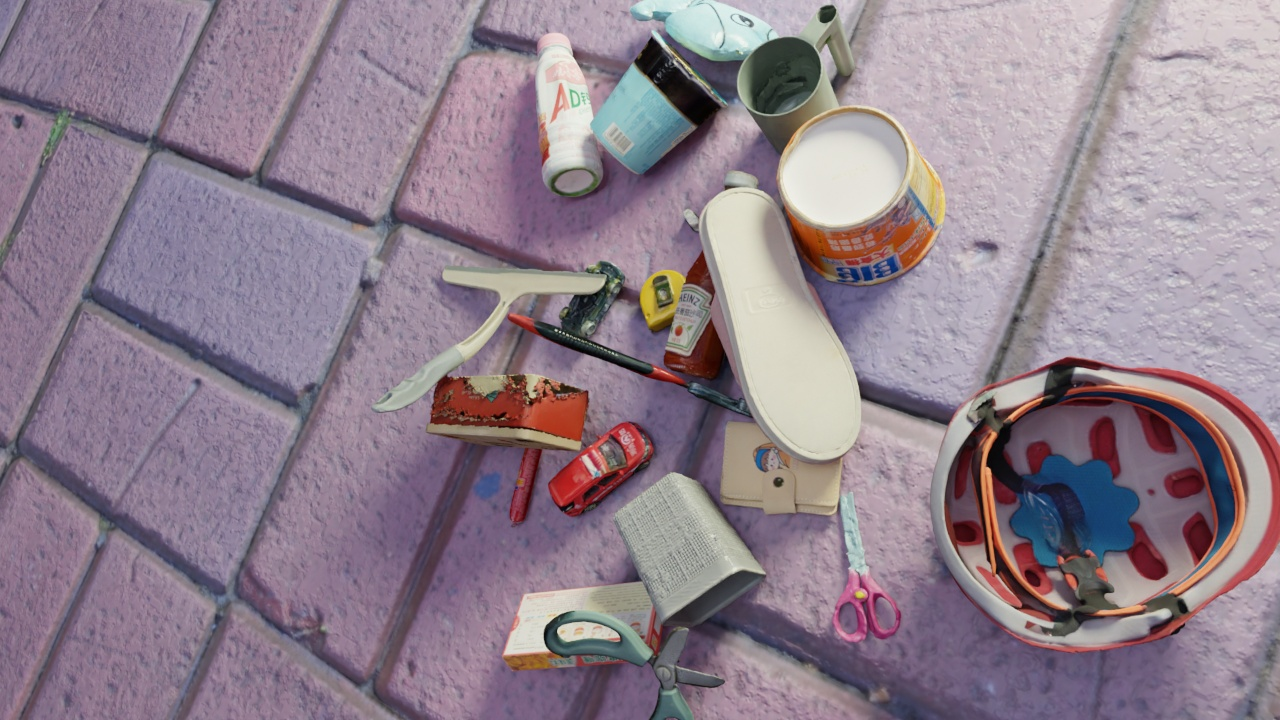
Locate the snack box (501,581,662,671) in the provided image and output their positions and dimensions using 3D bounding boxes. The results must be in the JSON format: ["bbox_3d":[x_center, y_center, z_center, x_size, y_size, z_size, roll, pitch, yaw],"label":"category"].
[{"bbox_3d":[-0.053,0.257,0.890,0.156,0.027,0.076,-11,34,22],"label":"snack box"}]

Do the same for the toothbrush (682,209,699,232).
[{"bbox_3d":[0.095,-0.091,0.941,0.016,0.018,0.181,-38,66,8],"label":"toothbrush"}]

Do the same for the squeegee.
[{"bbox_3d":[-0.191,-0.015,0.969,0.247,0.039,0.245,7,42,35],"label":"squeegee"}]

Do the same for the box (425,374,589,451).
[{"bbox_3d":[-0.139,0.046,0.950,0.169,0.091,0.079,-2,75,42],"label":"box"}]

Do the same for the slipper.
[{"bbox_3d":[0.124,-0.032,0.859,0.114,0.054,0.274,-17,79,-14],"label":"slipper"}]

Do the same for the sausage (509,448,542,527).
[{"bbox_3d":[-0.117,0.103,0.986,0.020,0.020,0.155,10,81,26],"label":"sausage"}]

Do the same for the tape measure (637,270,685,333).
[{"bbox_3d":[0.027,-0.066,0.958,0.060,0.029,0.057,-26,67,16],"label":"tape measure"}]

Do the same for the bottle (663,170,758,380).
[{"bbox_3d":[0.075,-0.085,0.911,0.060,0.059,0.206,15,91,27],"label":"bottle"}]

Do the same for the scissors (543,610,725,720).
[{"bbox_3d":[-0.014,0.295,0.837,0.170,0.019,0.174,19,116,12],"label":"scissors"}]

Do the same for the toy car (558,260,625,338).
[{"bbox_3d":[-0.051,-0.064,0.990,0.043,0.034,0.090,32,91,25],"label":"toy car"}]

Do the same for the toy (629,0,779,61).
[{"bbox_3d":[0.070,-0.358,0.982,0.161,0.050,0.156,3,42,-9],"label":"toy"}]

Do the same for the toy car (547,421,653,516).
[{"bbox_3d":[-0.042,0.111,0.936,0.120,0.045,0.053,-39,66,8],"label":"toy car"}]

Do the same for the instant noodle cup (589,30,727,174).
[{"bbox_3d":[0.012,-0.268,0.981,0.121,0.111,0.111,-44,63,18],"label":"instant noodle cup"}]

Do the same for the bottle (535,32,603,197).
[{"bbox_3d":[-0.087,-0.285,1.049,0.068,0.068,0.196,-18,66,20],"label":"bottle"}]

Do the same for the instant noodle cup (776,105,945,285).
[{"bbox_3d":[0.200,-0.158,0.856,0.152,0.111,0.151,-7,74,23],"label":"instant noodle cup"}]

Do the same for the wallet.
[{"bbox_3d":[0.133,0.103,0.870,0.115,0.024,0.087,2,79,24],"label":"wallet"}]

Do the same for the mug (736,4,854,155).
[{"bbox_3d":[0.163,-0.271,0.907,0.083,0.103,0.124,41,94,27],"label":"mug"}]

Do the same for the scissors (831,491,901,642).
[{"bbox_3d":[0.199,0.183,0.825,0.063,0.017,0.135,-10,69,22],"label":"scissors"}]

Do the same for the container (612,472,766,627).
[{"bbox_3d":[0.042,0.174,0.857,0.090,0.090,0.114,-38,62,11],"label":"container"}]

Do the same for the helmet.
[{"bbox_3d":[0.341,0.112,0.709,0.240,0.144,0.206,-15,71,6],"label":"helmet"}]

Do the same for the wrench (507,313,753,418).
[{"bbox_3d":[-0.005,0.005,0.902,0.273,0.056,0.016,21,84,8],"label":"wrench"}]
